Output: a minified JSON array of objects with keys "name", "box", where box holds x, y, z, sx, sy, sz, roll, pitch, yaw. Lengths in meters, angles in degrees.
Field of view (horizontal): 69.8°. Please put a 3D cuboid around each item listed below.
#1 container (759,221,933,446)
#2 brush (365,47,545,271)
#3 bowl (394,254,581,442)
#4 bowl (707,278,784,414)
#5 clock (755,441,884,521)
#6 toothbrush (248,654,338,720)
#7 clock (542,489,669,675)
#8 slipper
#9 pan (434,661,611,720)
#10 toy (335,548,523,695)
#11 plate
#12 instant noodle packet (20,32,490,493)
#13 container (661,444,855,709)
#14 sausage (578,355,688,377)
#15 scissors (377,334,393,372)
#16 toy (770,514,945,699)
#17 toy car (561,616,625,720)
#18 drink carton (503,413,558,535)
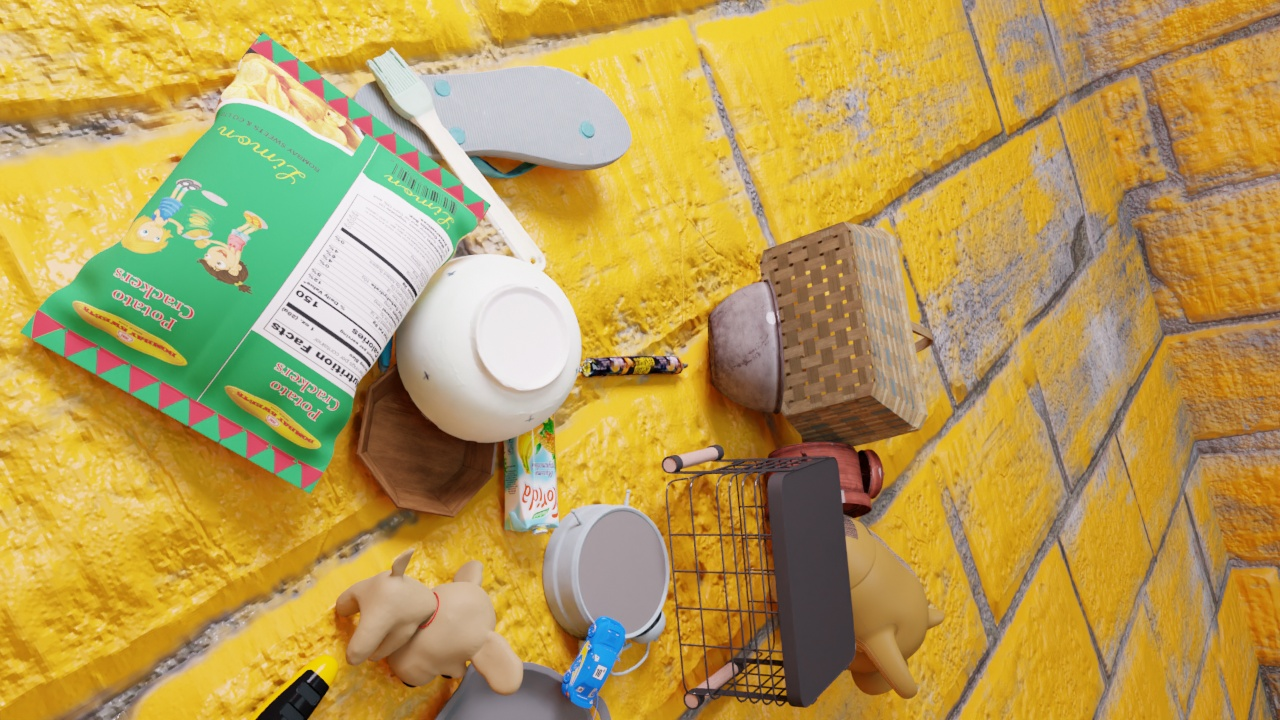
[{"name":"container","box":[0.243,-0.024,1.072,0.186,0.158,0.249,22,58,-50]},{"name":"brush","box":[-0.148,-0.161,0.763,0.033,0.012,0.217,-44,104,-31]},{"name":"bowl","box":[-0.108,-0.013,0.722,0.153,0.073,0.153,5,81,-36]},{"name":"bowl","box":[0.109,-0.013,0.983,0.145,0.067,0.145,15,71,-90]},{"name":"clock","box":[0.207,0.141,1.042,0.157,0.121,0.072,12,64,-36]},{"name":"toothbrush","box":[-0.266,0.269,0.585,0.031,0.031,0.196,54,52,-19]},{"name":"clock","box":[-0.026,0.205,0.836,0.122,0.045,0.159,-12,89,-46]},{"name":"slipper","box":[-0.132,-0.214,0.825,0.268,0.055,0.098,-7,84,-36]},{"name":"pan","box":[-0.148,0.358,0.689,0.353,0.024,0.216,-21,97,-47]},{"name":"toy","box":[-0.159,0.191,0.671,0.108,0.134,0.106,33,102,-38]},{"name":"plate","box":[-0.171,0.060,0.730,0.131,0.025,0.131,13,72,-44]},{"name":"instant noodle packet","box":[-0.242,-0.068,0.626,0.195,0.090,0.252,36,68,-23]},{"name":"container","box":[0.113,0.205,0.890,0.162,0.130,0.241,-3,88,-60]},{"name":"sausage","box":[-0.005,0.005,0.920,0.155,0.020,0.020,-1,82,-46]},{"name":"scissors","box":[-0.204,-0.060,0.706,0.137,0.129,0.019,43,1,10]},{"name":"toy","box":[0.227,0.257,1.015,0.203,0.163,0.198,55,10,-28]},{"name":"toy car","box":[-0.033,0.266,0.759,0.033,0.062,0.092,32,83,-27]},{"name":"drink carton","box":[-0.095,0.086,0.794,0.044,0.039,0.128,7,76,-45]}]
